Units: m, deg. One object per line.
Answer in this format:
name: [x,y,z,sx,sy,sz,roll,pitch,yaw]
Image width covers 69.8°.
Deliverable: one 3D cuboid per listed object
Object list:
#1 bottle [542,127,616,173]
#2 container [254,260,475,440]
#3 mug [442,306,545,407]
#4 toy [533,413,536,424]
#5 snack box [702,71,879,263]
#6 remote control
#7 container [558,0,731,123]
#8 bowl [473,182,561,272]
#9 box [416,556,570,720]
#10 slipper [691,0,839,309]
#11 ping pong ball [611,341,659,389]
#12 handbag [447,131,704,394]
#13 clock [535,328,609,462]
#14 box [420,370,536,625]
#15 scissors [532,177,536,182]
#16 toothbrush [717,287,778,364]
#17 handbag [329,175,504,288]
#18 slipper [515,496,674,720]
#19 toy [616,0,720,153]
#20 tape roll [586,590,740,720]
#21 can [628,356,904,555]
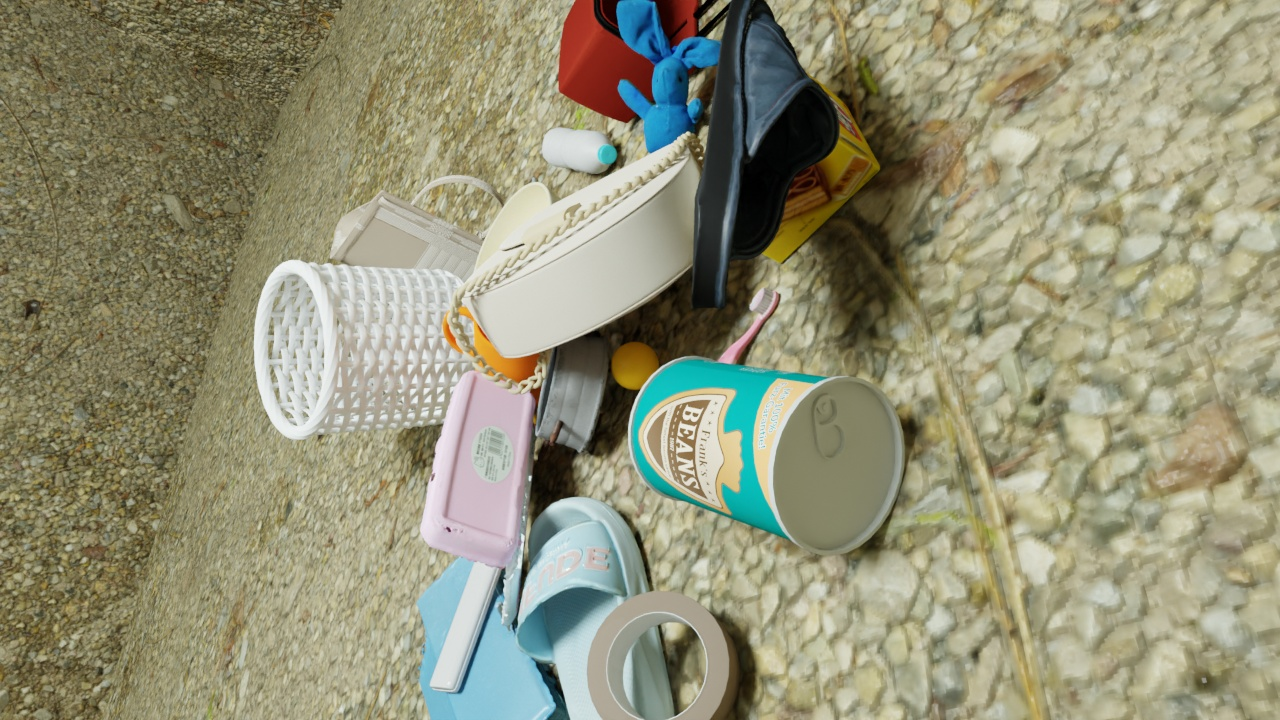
bottle: [-0.064,-0.227,0.991,0.136,0.044,0.044,29,95,58]
container: [-0.304,-0.013,1.028,0.190,0.186,0.189,2,93,46]
mug: [-0.135,-0.015,0.870,0.096,0.112,0.077,101,-174,-53]
toy: [-0.140,0.056,0.933,0.084,0.046,0.103,-47,40,7]
snack box: [0.107,-0.141,0.668,0.106,0.061,0.083,-44,40,32]
remote control: [-0.148,0.220,0.793,0.033,0.012,0.130,-13,48,41]
container: [0.008,-0.346,0.894,0.201,0.127,0.147,-39,41,47]
bowl: [-0.105,-0.099,0.943,0.151,0.075,0.150,-35,43,41]
box: [-0.151,0.286,0.794,0.175,0.060,0.232,-62,33,10]
slipper: [0.083,-0.139,0.586,0.109,0.083,0.264,92,-174,-51]
ping pong ball: [-0.005,0.004,0.763,0.040,0.040,0.040,-34,45,41]
handbag: [-0.035,-0.083,0.741,0.211,0.103,0.208,-20,22,33]
clock: [-0.056,0.013,0.800,0.104,0.056,0.147,130,149,-69]
box: [-0.131,0.114,0.785,0.201,0.111,0.102,-92,27,-54]
scissors: [-0.150,-0.142,1.095,0.153,0.014,0.130,-49,37,21]
toothbrush: [0.064,0.006,0.684,0.135,0.016,0.021,-61,32,10]
handbag: [-0.240,-0.153,1.088,0.198,0.175,0.062,-33,45,39]
slipper: [-0.043,0.195,0.672,0.104,0.074,0.245,-51,37,23]
toy: [0.032,-0.233,0.832,0.071,0.113,0.176,-36,-52,-84]
tape roll: [0.015,0.196,0.583,0.094,0.030,0.093,-9,61,17]
can: [0.072,0.052,0.564,0.144,0.099,0.099,9,78,57]
